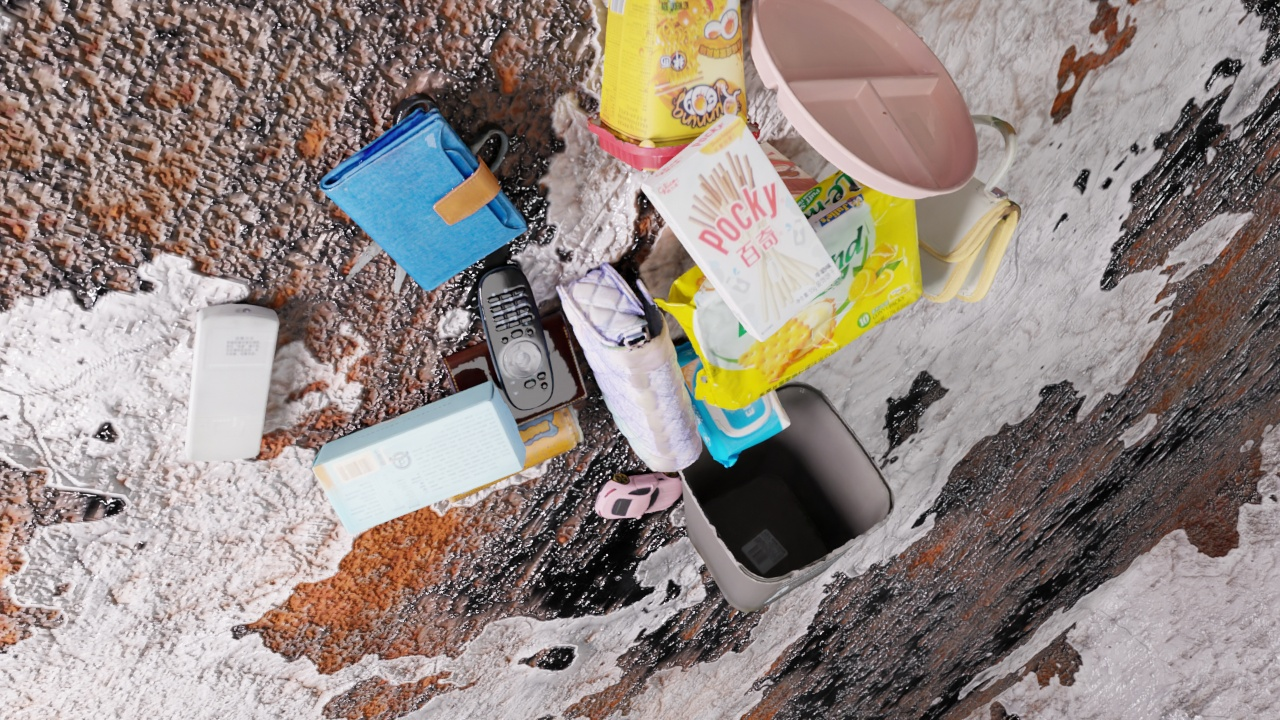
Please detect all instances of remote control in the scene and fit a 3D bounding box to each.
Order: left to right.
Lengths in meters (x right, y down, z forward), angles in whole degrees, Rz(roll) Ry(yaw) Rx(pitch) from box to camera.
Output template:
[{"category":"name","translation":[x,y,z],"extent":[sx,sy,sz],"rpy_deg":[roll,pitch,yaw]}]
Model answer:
[{"category":"remote control","translation":[-0.330,0.020,0.738],"extent":[0.058,0.021,0.150],"rpy_deg":[-1,127,-34]},{"category":"remote control","translation":[-0.113,-0.021,0.830],"extent":[0.053,0.024,0.136],"rpy_deg":[-20,112,-20]}]

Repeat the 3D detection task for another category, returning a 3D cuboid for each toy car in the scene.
[{"category":"toy car","translation":[0.002,0.160,1.088],"extent":[0.122,0.037,0.056],"rpy_deg":[-3,130,-34]}]

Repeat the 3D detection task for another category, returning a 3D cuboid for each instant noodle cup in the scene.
[{"category":"instant noodle cup","translation":[0.025,-0.222,0.707],"extent":[0.116,0.116,0.124],"rpy_deg":[-15,122,-23]}]

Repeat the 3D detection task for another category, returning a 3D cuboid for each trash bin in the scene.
[{"category":"trash bin","translation":[0.153,0.178,1.077],"extent":[0.198,0.198,0.220],"rpy_deg":[-25,153,-15]}]

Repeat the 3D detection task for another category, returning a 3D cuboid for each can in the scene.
[{"category":"can","translation":[-0.133,0.086,0.908],"extent":[0.146,0.058,0.058],"rpy_deg":[-24,137,-15]}]

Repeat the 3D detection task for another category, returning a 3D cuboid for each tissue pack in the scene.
[{"category":"tissue pack","translation":[0.091,0.034,0.973],"extent":[0.090,0.140,0.063],"rpy_deg":[-29,-177,-10]}]

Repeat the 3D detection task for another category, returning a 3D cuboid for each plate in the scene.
[{"category":"plate","translation":[0.178,-0.221,0.737],"extent":[0.229,0.229,0.028],"rpy_deg":[-2,153,-34]}]

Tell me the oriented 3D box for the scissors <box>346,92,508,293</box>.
[{"category":"scissors","translation":[-0.173,-0.131,0.720],"extent":[0.159,0.014,0.174],"rpy_deg":[-23,139,-12]}]

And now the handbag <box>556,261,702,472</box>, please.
[{"category":"handbag","translation":[-0.005,0.005,0.867],"extent":[0.075,0.134,0.194],"rpy_deg":[-29,139,-7]}]

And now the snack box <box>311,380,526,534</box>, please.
[{"category":"snack box","translation":[-0.197,0.087,0.826],"extent":[0.175,0.051,0.074],"rpy_deg":[-21,112,1]}]

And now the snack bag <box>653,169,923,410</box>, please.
[{"category":"snack bag","translation":[0.137,-0.067,0.804],"extent":[0.246,0.068,0.158],"rpy_deg":[-32,138,-6]}]

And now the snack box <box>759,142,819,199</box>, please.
[{"category":"snack box","translation":[0.100,-0.136,0.840],"extent":[0.092,0.094,0.077],"rpy_deg":[-20,136,-18]}]

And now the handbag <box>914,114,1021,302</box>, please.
[{"category":"handbag","translation":[0.292,-0.162,0.900],"extent":[0.063,0.163,0.179],"rpy_deg":[-7,129,-29]}]

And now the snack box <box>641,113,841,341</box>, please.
[{"category":"snack box","translation":[0.079,-0.097,0.694],"extent":[0.084,0.027,0.157],"rpy_deg":[-40,117,-1]}]

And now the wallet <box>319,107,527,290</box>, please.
[{"category":"wallet","translation":[-0.160,-0.119,0.703],"extent":[0.106,0.040,0.133],"rpy_deg":[-31,142,5]}]

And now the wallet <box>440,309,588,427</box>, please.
[{"category":"wallet","translation":[-0.116,0.017,0.866],"extent":[0.122,0.020,0.096],"rpy_deg":[-23,117,-15]}]
